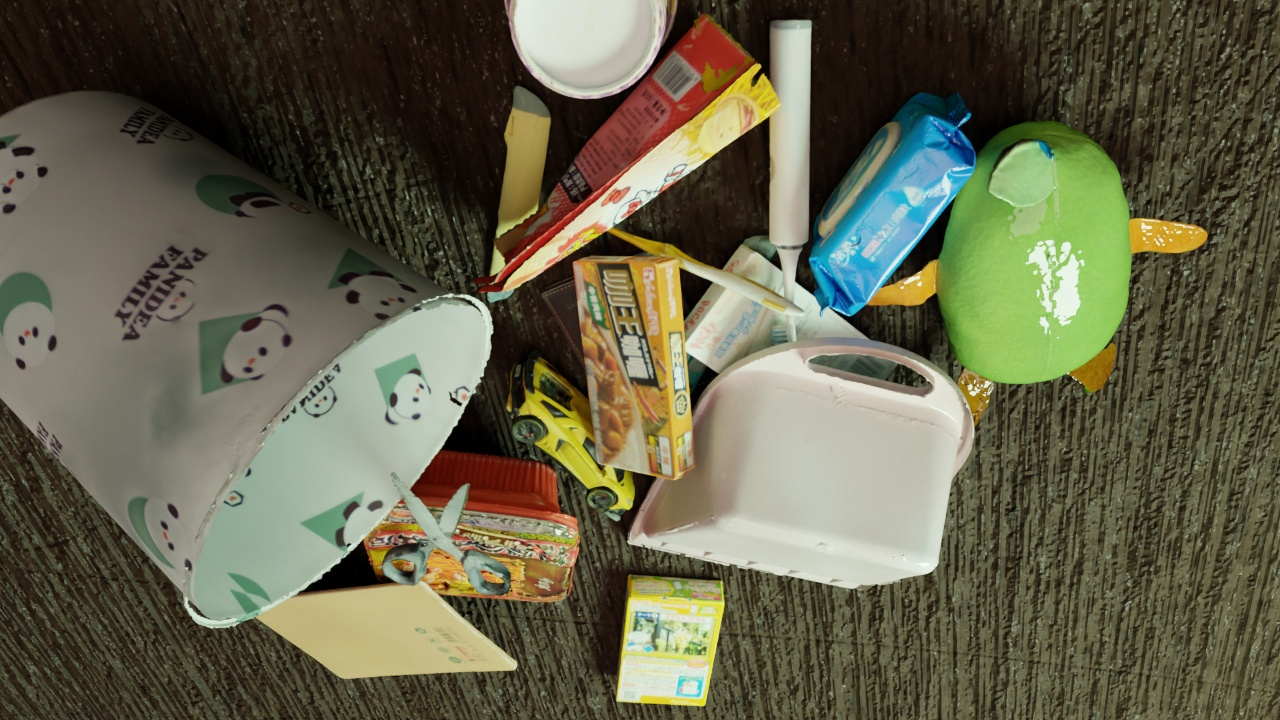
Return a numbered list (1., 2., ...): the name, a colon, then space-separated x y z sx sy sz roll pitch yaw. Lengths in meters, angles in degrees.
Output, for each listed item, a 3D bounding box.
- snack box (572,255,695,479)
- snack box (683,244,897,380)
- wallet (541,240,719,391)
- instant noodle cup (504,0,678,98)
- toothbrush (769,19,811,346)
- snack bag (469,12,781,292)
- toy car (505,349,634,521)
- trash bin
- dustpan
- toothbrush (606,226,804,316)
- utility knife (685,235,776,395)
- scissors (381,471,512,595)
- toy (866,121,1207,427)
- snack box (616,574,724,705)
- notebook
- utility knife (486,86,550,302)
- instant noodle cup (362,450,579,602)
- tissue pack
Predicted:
1. snack box: -0.004 0.004 0.643 0.075 0.026 0.154 6 109 38
2. snack box: 0.108 -0.007 0.672 0.156 0.027 0.085 33 99 -24
3. wallet: -0.005 -0.020 0.691 0.096 0.020 0.122 -22 117 12
4. instant noodle cup: -0.029 -0.206 0.533 0.111 0.099 0.112 -1 121 -2
5. toothbrush: 0.098 -0.107 0.605 0.026 0.026 0.221 2 109 14
6. snack bag: -0.016 -0.117 0.565 0.208 0.128 0.073 -38 107 11
7. toy car: -0.048 0.058 0.707 0.041 0.071 0.156 -30 119 20
8. trash bin: -0.257 -0.014 0.544 0.252 0.229 0.230 37 117 11
9. dustpan: 0.130 0.088 0.716 0.222 0.138 0.274 14 163 -9
10. toothbrush: 0.025 -0.074 0.623 0.191 0.016 0.018 26 109 10
11. utility knife: 0.044 -0.004 0.679 0.029 0.013 0.206 23 106 -22
12. scissors: -0.138 0.127 0.636 0.175 0.014 0.159 -23 135 36
13. toy: 0.264 -0.054 0.623 0.227 0.089 0.247 -13 131 4
14. snack box: 0.025 0.262 0.852 0.087 0.033 0.141 4 122 -3
15. notebook: -0.230 0.239 0.802 0.208 0.008 0.148 -12 132 26
16. utility knife: -0.087 -0.108 0.638 0.031 0.018 0.165 13 118 -3
17. instant noodle cup: -0.130 0.132 0.724 0.164 0.079 0.189 7 146 -4
18. tissue pack: 0.157 -0.103 0.598 0.052 0.094 0.157 32 117 -4
